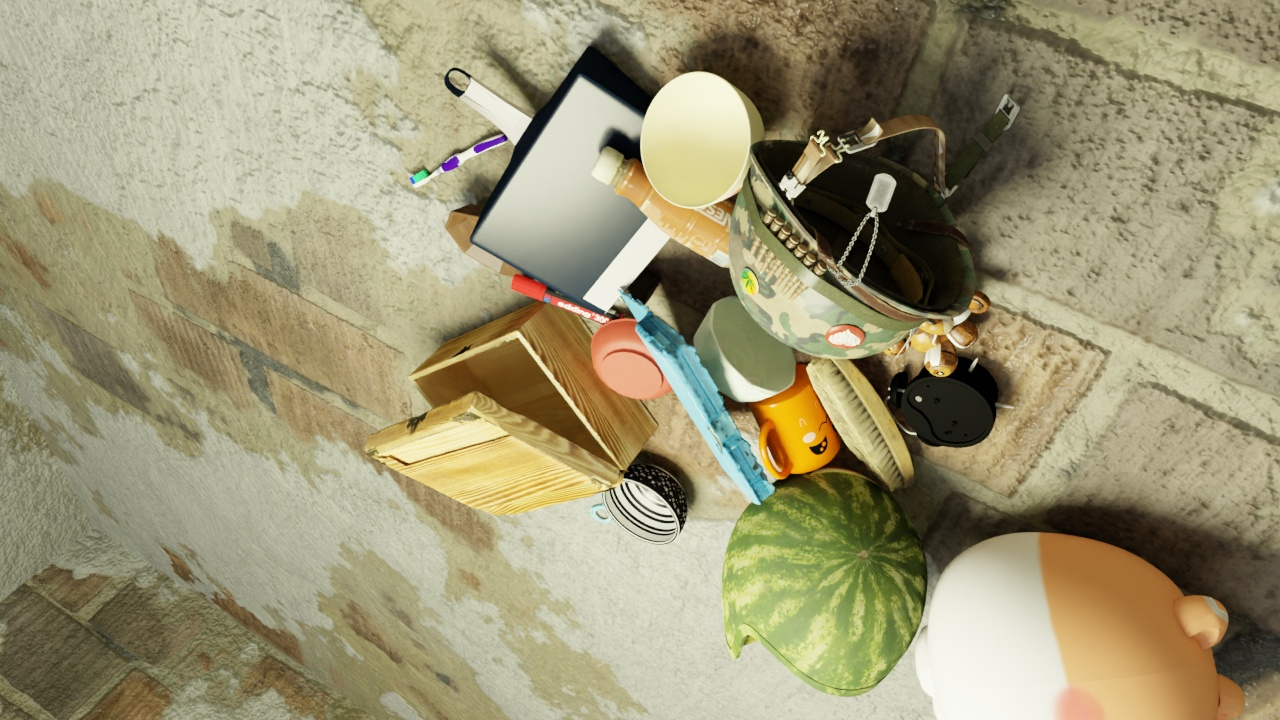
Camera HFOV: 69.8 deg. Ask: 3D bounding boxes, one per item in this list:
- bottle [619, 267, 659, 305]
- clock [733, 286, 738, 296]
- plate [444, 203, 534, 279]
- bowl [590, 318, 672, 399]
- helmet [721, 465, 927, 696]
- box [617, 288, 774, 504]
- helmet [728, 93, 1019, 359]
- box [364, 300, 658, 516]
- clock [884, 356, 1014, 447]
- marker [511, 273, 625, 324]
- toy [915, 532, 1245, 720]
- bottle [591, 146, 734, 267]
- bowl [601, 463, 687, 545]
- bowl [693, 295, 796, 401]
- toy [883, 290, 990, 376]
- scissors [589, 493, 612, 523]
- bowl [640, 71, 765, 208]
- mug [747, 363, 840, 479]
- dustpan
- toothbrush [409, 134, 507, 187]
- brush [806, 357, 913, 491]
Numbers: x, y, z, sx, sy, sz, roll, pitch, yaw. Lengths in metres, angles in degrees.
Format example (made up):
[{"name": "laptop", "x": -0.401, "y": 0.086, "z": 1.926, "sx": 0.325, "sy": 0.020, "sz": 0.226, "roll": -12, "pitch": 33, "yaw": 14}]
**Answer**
[{"name": "bottle", "x": -0.066, "y": -0.125, "z": 1.044, "sx": 0.184, "sy": 0.045, "sz": 0.045, "roll": 34, "pitch": 140, "yaw": 7}, {"name": "clock", "x": 0.143, "y": -0.083, "z": 0.919, "sx": 0.090, "sy": 0.052, "sz": 0.130, "roll": 30, "pitch": 143, "yaw": 12}, {"name": "plate", "x": -0.170, "y": -0.144, "z": 1.096, "sx": 0.131, "sy": 0.025, "sz": 0.131, "roll": 23, "pitch": 159, "yaw": 9}, {"name": "bowl", "x": -0.007, "y": 0.006, "z": 1.105, "sx": 0.122, "sy": 0.035, "sz": 0.122, "roll": 11, "pitch": 136, "yaw": 11}, {"name": "helmet", "x": 0.204, "y": 0.238, "z": 1.019, "sx": 0.213, "sy": 0.243, "sz": 0.247, "roll": 9, "pitch": 165, "yaw": -7}, {"name": "box", "x": 0.055, "y": 0.036, "z": 0.996, "sx": 0.231, "sy": 0.033, "sz": 0.174, "roll": 57, "pitch": 176, "yaw": -32}, {"name": "helmet", "x": 0.177, "y": -0.110, "z": 0.745, "sx": 0.224, "sy": 0.192, "sz": 0.237, "roll": 46, "pitch": 131, "yaw": 42}, {"name": "box", "x": -0.170, "y": 0.101, "z": 1.207, "sx": 0.280, "sy": 0.220, "sz": 0.258, "roll": -19, "pitch": 115, "yaw": 44}, {"name": "clock", "x": 0.300, "y": 0.042, "z": 0.916, "sx": 0.091, "sy": 0.042, "sz": 0.121, "roll": 49, "pitch": 139, "yaw": -11}, {"name": "marker", "x": -0.086, "y": -0.070, "z": 1.108, "sx": 0.145, "sy": 0.021, "sz": 0.023, "roll": 21, "pitch": 160, "yaw": 5}, {"name": "toy", "x": 0.420, "y": 0.302, "z": 0.897, "sx": 0.281, "sy": 0.264, "sz": 0.263, "roll": -15, "pitch": 120, "yaw": 26}, {"name": "bottle", "x": 0.031, "y": -0.153, "z": 0.892, "sx": 0.167, "sy": 0.059, "sz": 0.059, "roll": 28, "pitch": 141, "yaw": -10}, {"name": "bowl", "x": 0.015, "y": 0.185, "z": 1.250, "sx": 0.120, "sy": 0.066, "sz": 0.120, "roll": 21, "pitch": 137, "yaw": 21}, {"name": "bowl", "x": 0.101, "y": -0.003, "z": 0.966, "sx": 0.117, "sy": 0.117, "sz": 0.061, "roll": 44, "pitch": 130, "yaw": -5}, {"name": "toy", "x": 0.272, "y": -0.046, "z": 0.842, "sx": 0.087, "sy": 0.067, "sz": 0.113, "roll": 26, "pitch": 151, "yaw": 16}, {"name": "scissors", "x": -0.050, "y": 0.198, "z": 1.356, "sx": 0.127, "sy": 0.012, "sz": 0.138, "roll": 51, "pitch": 142, "yaw": -10}, {"name": "bowl", "x": 0.069, "y": -0.199, "z": 0.840, "sx": 0.118, "sy": 0.073, "sz": 0.118, "roll": 7, "pitch": 101, "yaw": 38}, {"name": "mug", "x": 0.159, "y": 0.074, "z": 1.000, "sx": 0.078, "sy": 0.112, "sz": 0.096, "roll": -1, "pitch": 125, "yaw": 42}, {"name": "dustpan", "x": -0.088, "y": -0.206, "z": 0.953, "sx": 0.273, "sy": 0.080, "sz": 0.237, "roll": 29, "pitch": 129, "yaw": -18}, {"name": "toothbrush", "x": -0.218, "y": -0.236, "z": 1.085, "sx": 0.187, "sy": 0.015, "sz": 0.016, "roll": -12, "pitch": 113, "yaw": 43}, {"name": "brush", "x": 0.235, "y": 0.066, "z": 0.971, "sx": 0.195, "sy": 0.043, "sz": 0.059, "roll": 55, "pitch": 171, "yaw": -23}]
